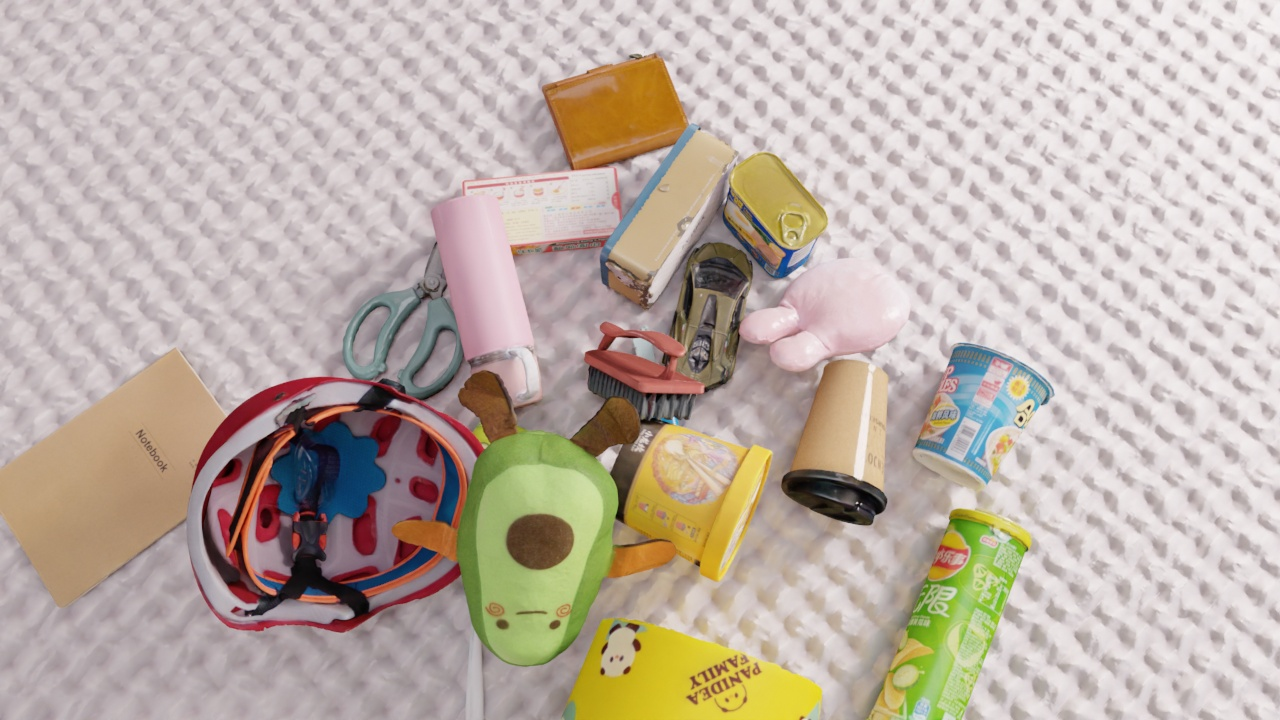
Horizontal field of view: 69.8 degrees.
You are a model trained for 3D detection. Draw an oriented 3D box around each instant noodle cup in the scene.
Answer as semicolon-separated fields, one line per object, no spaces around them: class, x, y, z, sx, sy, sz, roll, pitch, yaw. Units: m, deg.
instant noodle cup;0.305;0.055;0.837;0.099;0.099;0.110;30;82;7
instant noodle cup;0.039;0.111;0.783;0.114;0.118;0.118;22;74;15

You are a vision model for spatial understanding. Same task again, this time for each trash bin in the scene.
trash bin;0.017;0.346;0.683;0.229;0.230;0.254;17;68;4

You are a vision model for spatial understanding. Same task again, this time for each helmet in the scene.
helmet;-0.256;0.107;0.773;0.239;0.144;0.207;7;99;-34

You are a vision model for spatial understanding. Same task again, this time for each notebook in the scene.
notebook;-0.478;0.104;0.845;0.207;0.008;0.148;-38;78;-11

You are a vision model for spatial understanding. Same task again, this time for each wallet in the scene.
wallet;-0.027;-0.265;0.949;0.130;0.035;0.119;-18;75;-8

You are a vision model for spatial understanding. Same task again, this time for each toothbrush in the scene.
toothbrush;-0.145;0.244;0.809;0.016;0.016;0.180;-2;76;0

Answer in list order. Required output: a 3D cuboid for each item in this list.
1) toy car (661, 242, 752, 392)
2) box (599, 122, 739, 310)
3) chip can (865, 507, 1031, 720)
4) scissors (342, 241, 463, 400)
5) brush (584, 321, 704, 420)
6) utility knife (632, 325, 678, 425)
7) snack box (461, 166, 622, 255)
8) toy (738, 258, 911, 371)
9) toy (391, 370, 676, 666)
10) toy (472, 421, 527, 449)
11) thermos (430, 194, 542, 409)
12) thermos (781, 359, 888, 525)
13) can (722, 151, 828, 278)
toy car;0.066;-0.046;0.886;0.070;0.042;0.158;12;71;2
box;0.032;-0.142;0.888;0.061;0.090;0.184;29;73;8
chip can;0.263;0.238;0.789;0.072;0.073;0.221;26;74;6
scissors;-0.201;-0.043;0.890;0.143;0.019;0.179;31;74;8
brush;-0.005;0.005;0.821;0.063;0.146;0.069;3;101;-29
utility knife;0.024;0.069;0.860;0.034;0.018;0.218;-13;75;-2
snack box;-0.097;-0.148;0.917;0.156;0.027;0.077;-6;74;-3
toy;0.173;-0.043;0.862;0.159;0.054;0.121;-26;43;-17
toy;-0.083;0.137;0.735;0.227;0.090;0.247;7;103;2
toy;-0.114;0.095;0.842;0.096;0.031;0.100;-30;76;-24
thermos;-0.136;-0.053;0.845;0.067;0.087;0.198;-11;83;-32
thermos;0.184;0.075;0.830;0.093;0.093;0.143;16;67;3
can;0.127;-0.138;0.890;0.057;0.083;0.102;-36;78;-11
